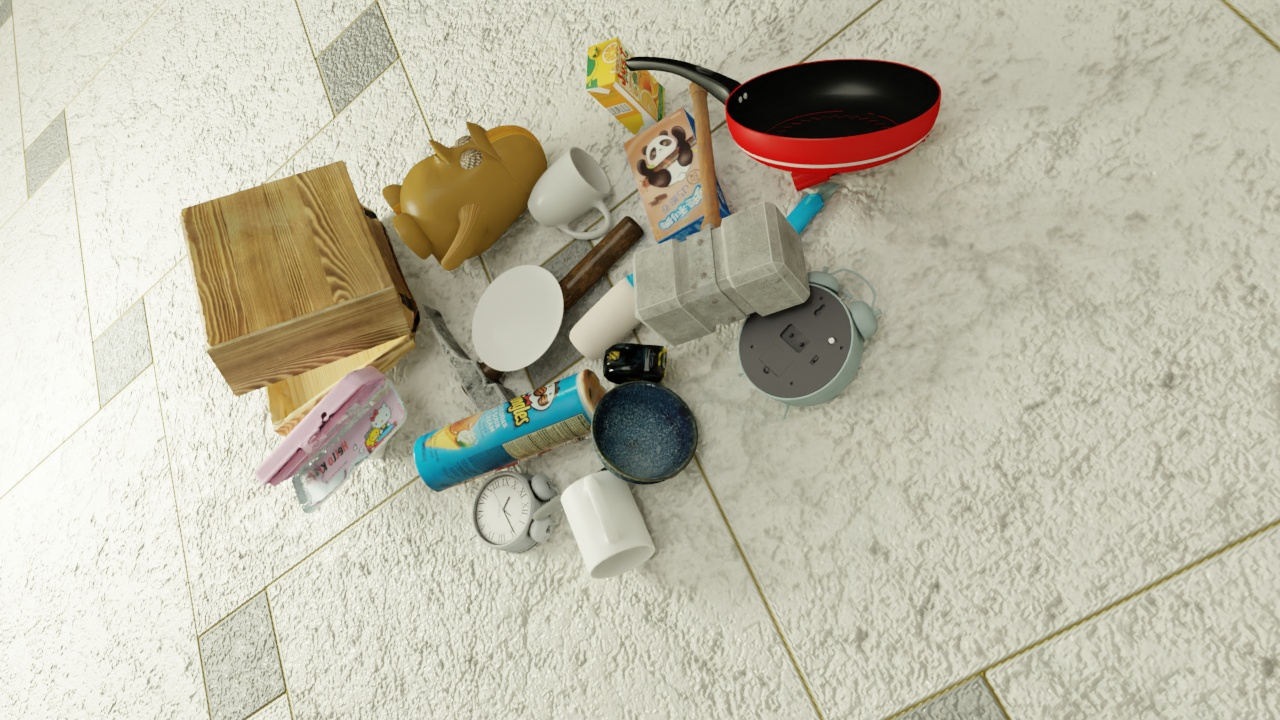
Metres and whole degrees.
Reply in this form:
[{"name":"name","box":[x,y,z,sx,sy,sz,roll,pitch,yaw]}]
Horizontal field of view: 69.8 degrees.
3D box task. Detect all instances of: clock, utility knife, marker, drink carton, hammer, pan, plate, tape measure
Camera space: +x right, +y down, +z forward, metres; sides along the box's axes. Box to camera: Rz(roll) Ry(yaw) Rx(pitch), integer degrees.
[{"name":"clock","box":[0.171,-0.024,0.932,0.159,0.045,0.122,-49,57,8]},{"name":"utility knife","box":[0.152,-0.128,0.994,0.173,0.015,0.031,-49,60,7]},{"name":"marker","box":[0.231,-0.215,0.970,0.145,0.021,0.023,-17,74,26]},{"name":"marker","box":[-0.060,0.142,1.019,0.138,0.016,0.022,-31,30,2]},{"name":"drink carton","box":[-0.018,-0.325,1.094,0.041,0.122,0.058,-8,71,30]},{"name":"hammer","box":[0.074,-0.187,0.988,0.163,0.083,0.317,-19,58,26]},{"name":"hammer","box":[-0.130,-0.087,1.140,0.301,0.037,0.217,-44,58,11]},{"name":"pan","box":[0.132,-0.271,0.959,0.357,0.067,0.208,18,44,33]},{"name":"plate","box":[-0.147,-0.050,1.109,0.135,0.011,0.134,-10,69,27]},{"name":"clock","box":[-0.143,0.174,1.066,0.123,0.035,0.094,-11,70,29]},{"name":"tape measure","box":[-0.006,0.006,1.015,0.071,0.072,0.042,1,78,2]}]

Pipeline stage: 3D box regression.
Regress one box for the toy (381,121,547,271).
[{"name":"toy","box":[-0.214,-0.223,1.169,0.203,0.162,0.198,-34,49,5]}]

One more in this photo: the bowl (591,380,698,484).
[{"name":"bowl","box":[0.000,0.085,0.984,0.114,0.061,0.114,5,63,-10]}]

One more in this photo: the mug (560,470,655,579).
[{"name":"mug","box":[-0.037,0.166,0.961,0.073,0.111,0.090,-22,61,-6]}]

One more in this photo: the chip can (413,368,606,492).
[{"name":"chip can","box":[-0.145,0.083,1.054,0.230,0.080,0.079,-21,65,16]}]

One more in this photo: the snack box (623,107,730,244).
[{"name":"snack box","box":[0.041,-0.213,1.076,0.087,0.034,0.151,-28,63,21]}]

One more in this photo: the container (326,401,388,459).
[{"name":"container","box":[-0.389,0.088,1.233,0.129,0.049,0.080,12,81,33]}]

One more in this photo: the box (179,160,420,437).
[{"name":"box","box":[-0.435,-0.088,1.236,0.257,0.216,0.279,-22,51,-11]}]

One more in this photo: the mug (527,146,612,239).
[{"name":"mug","box":[-0.084,-0.193,1.135,0.090,0.071,0.107,-35,87,26]}]

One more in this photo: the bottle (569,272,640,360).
[{"name":"bottle","box":[-0.017,-0.063,1.054,0.146,0.051,0.051,-44,58,12]}]

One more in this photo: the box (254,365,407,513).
[{"name":"box","box":[-0.382,0.106,1.162,0.202,0.088,0.095,-43,91,12]}]
